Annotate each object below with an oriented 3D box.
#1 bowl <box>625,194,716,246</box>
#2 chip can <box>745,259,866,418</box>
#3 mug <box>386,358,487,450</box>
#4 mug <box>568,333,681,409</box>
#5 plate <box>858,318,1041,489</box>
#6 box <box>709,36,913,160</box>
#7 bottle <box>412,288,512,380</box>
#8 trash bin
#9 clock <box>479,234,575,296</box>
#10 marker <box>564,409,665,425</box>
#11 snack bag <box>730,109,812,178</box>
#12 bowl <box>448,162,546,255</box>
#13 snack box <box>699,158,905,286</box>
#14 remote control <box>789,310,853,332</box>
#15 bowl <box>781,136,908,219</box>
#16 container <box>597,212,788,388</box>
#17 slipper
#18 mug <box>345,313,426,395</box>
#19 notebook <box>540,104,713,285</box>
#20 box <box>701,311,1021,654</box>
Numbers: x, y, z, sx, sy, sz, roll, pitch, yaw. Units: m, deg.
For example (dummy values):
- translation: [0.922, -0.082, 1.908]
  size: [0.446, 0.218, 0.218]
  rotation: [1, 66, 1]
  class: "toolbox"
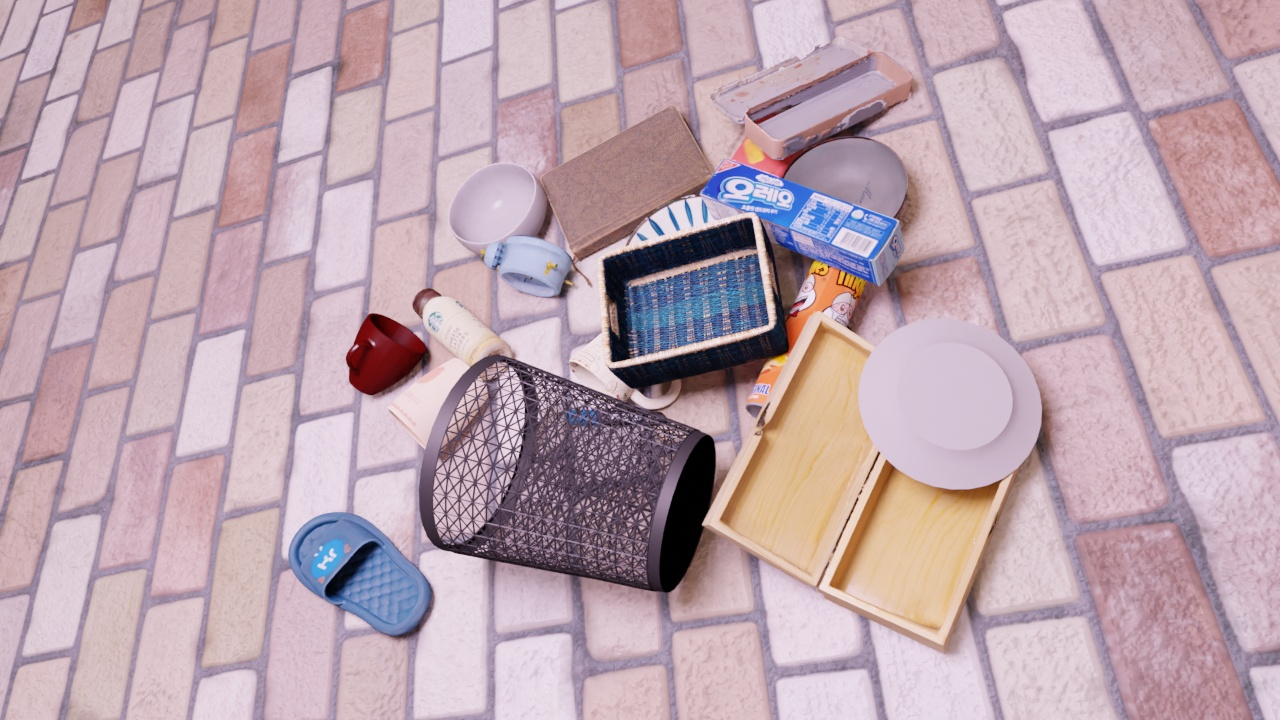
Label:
- translation: [0.070, -0.106, 1.090]
  size: [0.177, 0.071, 0.177]
  rotation: [-9, 61, 16]
  class: "bowl"
- translation: [0.185, -0.028, 0.995]
  size: [0.062, 0.062, 0.210]
  rotation: [19, 72, 28]
  class: "chip can"
- translation: [-0.250, 0.050, 1.135]
  size: [0.104, 0.085, 0.111]
  rotation: [-44, 28, -16]
  class: "mug"
- translation: [-0.006, 0.006, 1.070]
  size: [0.122, 0.081, 0.097]
  rotation: [38, 74, 13]
  class: "mug"
- translation: [0.298, 0.036, 0.878]
  size: [0.173, 0.019, 0.172]
  rotation: [-1, 70, 3]
  class: "plate"
- translation: [0.211, -0.337, 1.141]
  size: [0.216, 0.043, 0.148]
  rotation: [-29, 60, -15]
  class: "box"
- translation: [-0.234, -0.039, 1.181]
  size: [0.162, 0.056, 0.056]
  rotation: [38, 81, 32]
  class: "bottle"
- translation: [-0.064, 0.126, 0.951]
  size: [0.243, 0.217, 0.216]
  rotation: [13, 69, 19]
  class: "trash bin"
- translation: [-0.147, -0.121, 1.173]
  size: [0.125, 0.089, 0.051]
  rotation: [10, 74, 23]
  class: "clock"
- translation: [-0.030, 0.068, 1.073]
  size: [0.123, 0.015, 0.018]
  rotation: [0, 67, 18]
  class: "marker"
- translation: [0.164, -0.261, 1.154]
  size: [0.077, 0.036, 0.115]
  rotation: [27, 76, 30]
  class: "snack bag"
- translation: [-0.186, -0.195, 1.238]
  size: [0.132, 0.064, 0.131]
  rotation: [-10, 62, 18]
  class: "bowl"
- translation: [0.172, -0.152, 0.994]
  size: [0.226, 0.059, 0.059]
  rotation: [28, 78, 33]
  class: "snack box"
- translation: [0.218, -0.027, 1.027]
  size: [0.039, 0.010, 0.124]
  rotation: [-39, 57, -2]
  class: "remote control"
- translation: [0.239, -0.187, 1.074]
  size: [0.151, 0.057, 0.150]
  rotation: [-9, 62, 17]
  class: "bowl"
- translation: [0.055, -0.061, 0.985]
  size: [0.188, 0.071, 0.145]
  rotation: [-14, 64, 17]
  class: "container"
- translation: [-0.332, 0.243, 1.074]
  size: [0.214, 0.059, 0.103]
  rotation: [23, 72, 28]
  class: "slipper"
- translation: [-0.343, -0.001, 1.179]
  size: [0.087, 0.114, 0.088]
  rotation: [39, 100, 16]
  class: "mug"
- translation: [-0.012, -0.219, 1.202]
  size: [0.215, 0.034, 0.190]
  rotation: [-26, 59, 7]
  class: "notebook"
- translation: [0.228, 0.113, 0.902]
  size: [0.261, 0.097, 0.247]
  rotation: [28, 73, 6]
  class: "box"
